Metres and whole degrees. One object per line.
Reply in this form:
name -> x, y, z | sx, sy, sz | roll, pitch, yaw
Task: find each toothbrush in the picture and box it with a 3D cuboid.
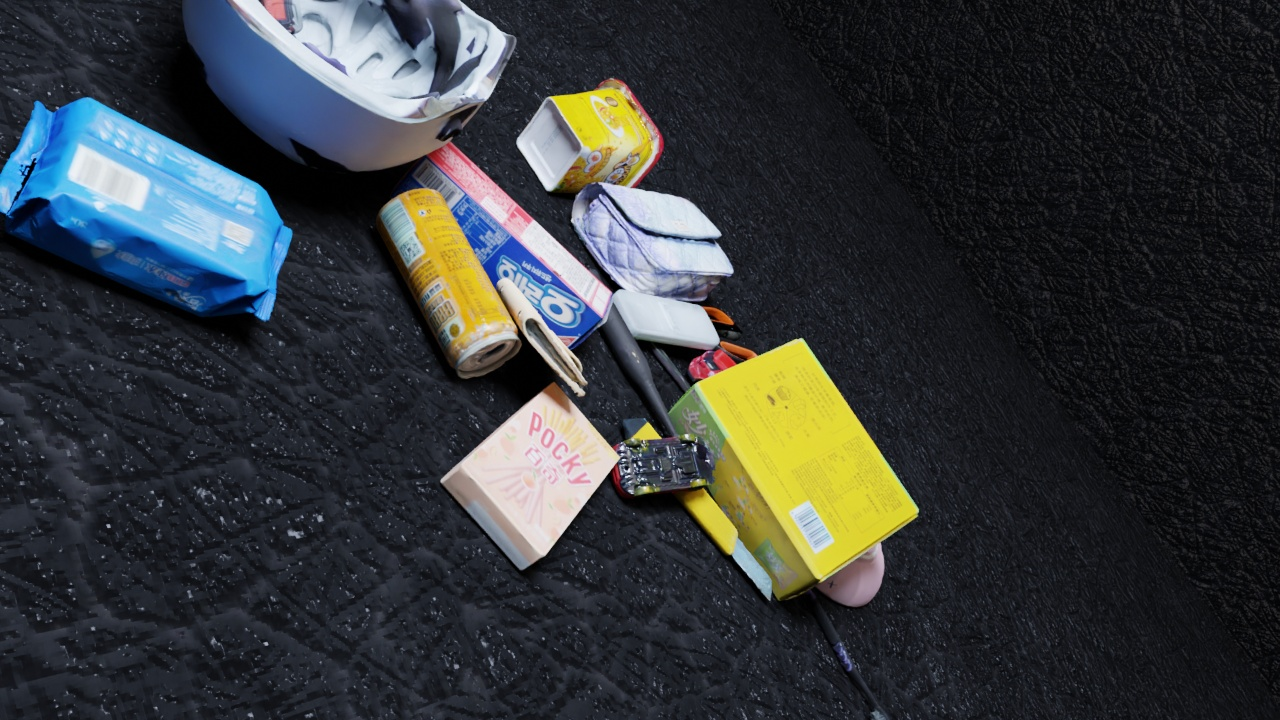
toothbrush -> -0.005, 0.005, 0.879 | 0.026, 0.027, 0.212 | -25, 73, -15
toothbrush -> 0.059, 0.040, 0.941 | 0.181, 0.018, 0.015 | 51, 31, 5
toothbrush -> 0.181, 0.265, 0.848 | 0.016, 0.014, 0.189 | -8, 61, -45

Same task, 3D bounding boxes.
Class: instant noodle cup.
instant noodle cup -> -0.059, -0.241, 1.018 | 0.123, 0.116, 0.116 | -17, 70, -49

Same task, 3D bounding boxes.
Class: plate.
plate -> 0.197, 0.163, 0.966 | 0.192, 0.039, 0.192 | 36, 31, -26

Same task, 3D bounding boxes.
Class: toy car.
toy car -> 0.100, 0.041, 0.970 | 0.120, 0.045, 0.052 | 51, 29, -3
toy car -> 0.020, 0.091, 0.784 | 0.106, 0.031, 0.049 | -2, 72, -38

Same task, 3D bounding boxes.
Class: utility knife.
utility knife -> 0.051, 0.131, 0.815 | 0.207, 0.015, 0.033 | 50, 48, -1

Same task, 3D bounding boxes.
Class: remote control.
remote control -> 0.027, -0.041, 0.954 | 0.135, 0.020, 0.055 | 7, 50, -45

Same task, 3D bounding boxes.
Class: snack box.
snack box -> -0.117, -0.098, 0.804 | 0.207, 0.057, 0.058 | 42, 26, -15
snack box -> -0.075, 0.080, 0.680 | 0.084, 0.026, 0.157 | 49, 28, -3
snack box -> 0.145, 0.099, 0.878 | 0.157, 0.070, 0.210 | -22, 72, -36

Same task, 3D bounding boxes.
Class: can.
can -> -0.149, -0.061, 0.709 | 0.058, 0.058, 0.146 | -4, 59, -57

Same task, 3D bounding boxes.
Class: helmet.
helmet -> -0.237, -0.234, 0.699 | 0.229, 0.146, 0.257 | 41, 37, -13

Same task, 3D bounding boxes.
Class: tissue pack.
tissue pack -> -0.285, -0.084, 0.542 | 0.157, 0.052, 0.094 | 28, 37, -36

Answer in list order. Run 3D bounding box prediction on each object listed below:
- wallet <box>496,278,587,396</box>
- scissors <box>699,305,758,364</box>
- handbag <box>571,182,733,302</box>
wallet -> -0.078, -0.018, 0.745 | 0.087, 0.024, 0.115 | 56, -6, -26
scissors -> 0.044, -0.044, 1.027 | 0.233, 0.022, 0.162 | 28, 28, -25
handbag -> 0.021, -0.134, 1.031 | 0.134, 0.076, 0.193 | 53, 26, 16
